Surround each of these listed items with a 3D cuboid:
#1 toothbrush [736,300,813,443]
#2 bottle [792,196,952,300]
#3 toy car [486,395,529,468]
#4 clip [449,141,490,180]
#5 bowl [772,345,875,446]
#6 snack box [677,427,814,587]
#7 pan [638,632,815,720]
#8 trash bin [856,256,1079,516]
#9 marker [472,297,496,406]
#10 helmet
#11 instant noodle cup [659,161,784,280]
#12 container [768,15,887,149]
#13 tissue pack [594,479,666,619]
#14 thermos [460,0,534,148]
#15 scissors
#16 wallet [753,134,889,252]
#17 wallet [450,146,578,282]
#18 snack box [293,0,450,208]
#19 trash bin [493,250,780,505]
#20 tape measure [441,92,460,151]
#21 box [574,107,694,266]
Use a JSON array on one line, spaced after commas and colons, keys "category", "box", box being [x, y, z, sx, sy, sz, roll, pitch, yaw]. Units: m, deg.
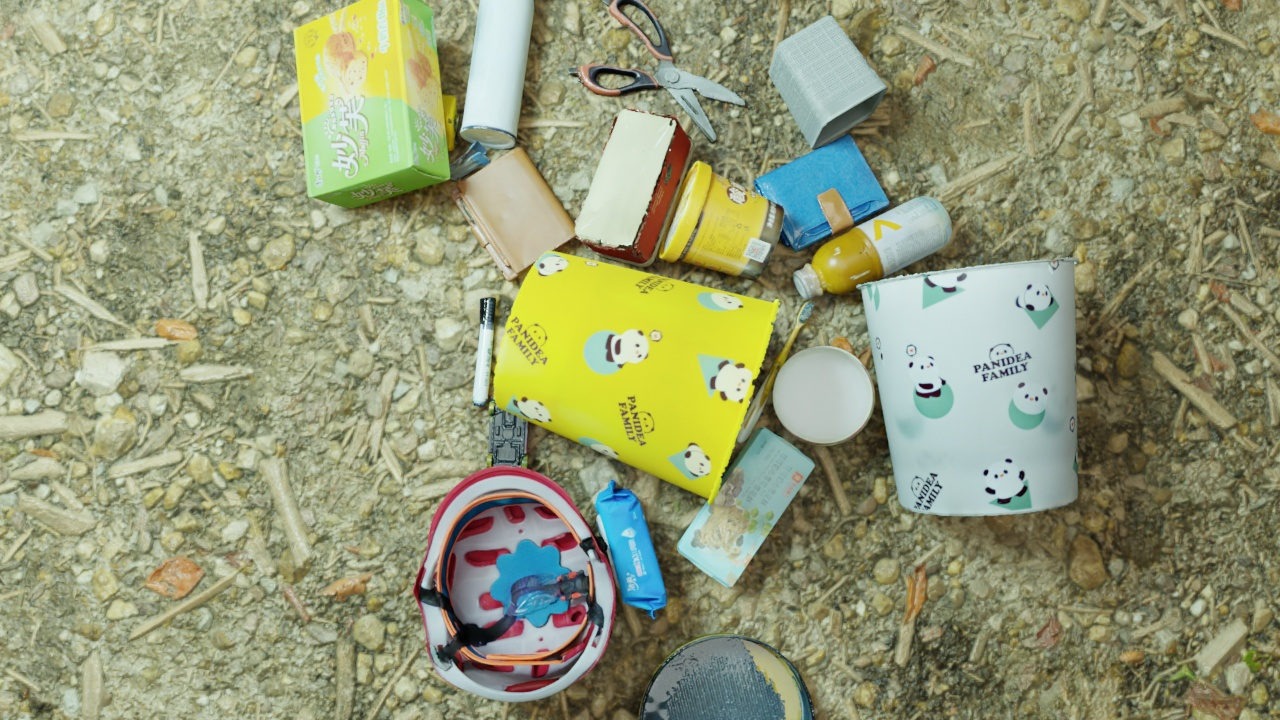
[{"category": "toothbrush", "box": [0.161, 0.013, 1.088, 0.016, 0.018, 0.191, 28, 85, 3]}, {"category": "bottle", "box": [0.271, -0.128, 1.079, 0.189, 0.068, 0.068, -26, 86, -4]}, {"category": "toy car", "box": [-0.153, 0.091, 1.066, 0.049, 0.031, 0.106, 1, 83, -1]}, {"category": "clip", "box": [-0.208, -0.235, 1.097, 0.058, 0.027, 0.045, -33, 61, 15]}, {"category": "bowl", "box": [0.211, 0.042, 1.060, 0.113, 0.062, 0.113, -1, 86, 11]}, {"category": "snack box", "box": [0.120, 0.167, 1.055, 0.074, 0.051, 0.174, 35, 85, 3]}, {"category": "pan", "box": [0.118, 0.482, 1.012, 0.197, 0.078, 0.357, -15, 85, -3]}, {"category": "trash bin", "box": [0.365, 0.028, 0.998, 0.229, 0.229, 0.252, -6, 90, -2]}, {"category": "marker", "box": [-0.185, -0.011, 1.081, 0.022, 0.018, 0.130, 11, 81, -44]}, {"category": "helmet", "box": [-0.127, 0.244, 1.000, 0.207, 0.144, 0.239, -13, 71, 3]}, {"category": "instant noodle cup", "box": [0.095, -0.154, 1.057, 0.114, 0.118, 0.118, 20, 84, -7]}, {"category": "container", "box": [0.217, -0.331, 1.088, 0.090, 0.090, 0.114, -31, 83, -5]}, {"category": "tissue pack", "box": [-0.014, 0.212, 1.027, 0.052, 0.095, 0.157, -16, 86, -6]}, {"category": "thermos", "box": [-0.168, -0.371, 1.094, 0.073, 0.073, 0.224, 7, 84, -1]}, {"category": "scissors", "box": [0.019, -0.357, 1.122, 0.226, 0.015, 0.189, -2, 85, -3]}, {"category": "wallet", "box": [0.217, -0.200, 1.102, 0.133, 0.040, 0.106, -26, 81, -3]}, {"category": "wallet", "box": [-0.150, -0.174, 1.092, 0.107, 0.031, 0.132, -34, 85, -6]}, {"category": "snack box", "box": [-0.308, -0.295, 1.048, 0.158, 0.070, 0.210, -9, 84, 26]}, {"category": "trash bin", "box": [-0.006, 0.006, 0.990, 0.255, 0.229, 0.229, 18, 84, 5]}, {"category": "tape measure", "box": [-0.228, -0.277, 1.086, 0.029, 0.057, 0.059, 4, 44, -4]}, {"category": "box", "box": [-0.011, -0.203, 1.061, 0.091, 0.080, 0.168, 17, 83, 24]}]
